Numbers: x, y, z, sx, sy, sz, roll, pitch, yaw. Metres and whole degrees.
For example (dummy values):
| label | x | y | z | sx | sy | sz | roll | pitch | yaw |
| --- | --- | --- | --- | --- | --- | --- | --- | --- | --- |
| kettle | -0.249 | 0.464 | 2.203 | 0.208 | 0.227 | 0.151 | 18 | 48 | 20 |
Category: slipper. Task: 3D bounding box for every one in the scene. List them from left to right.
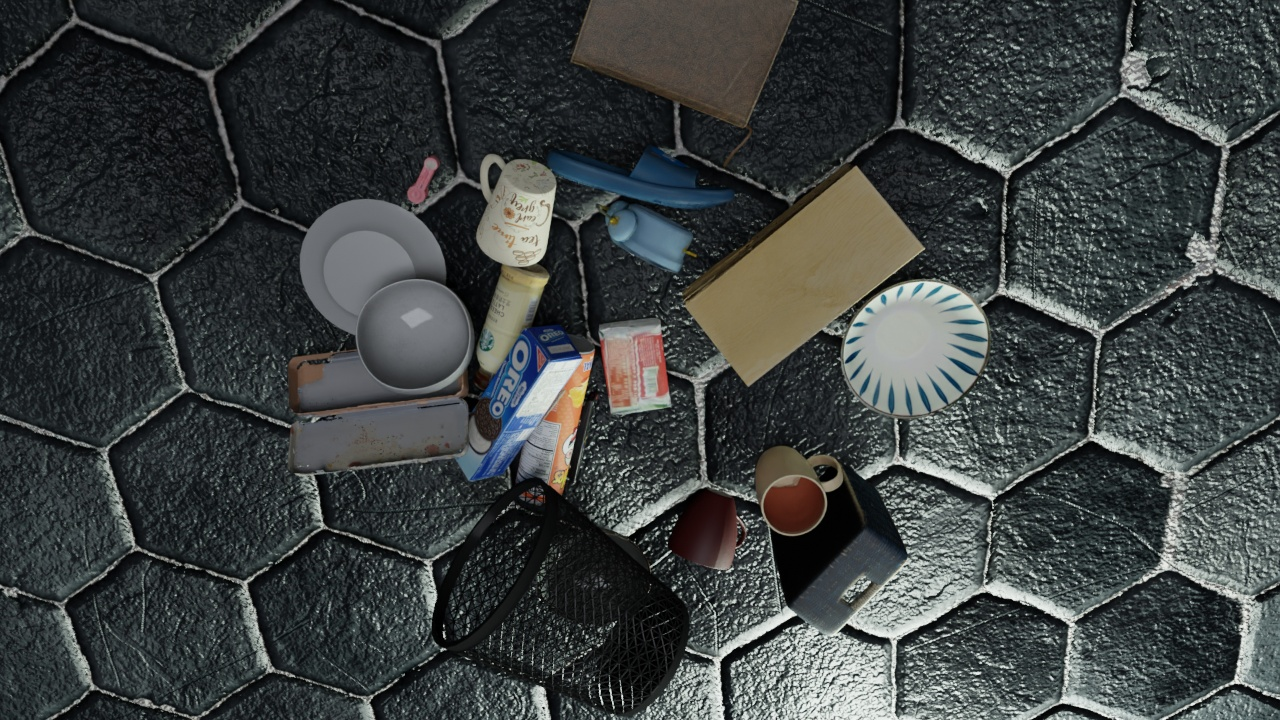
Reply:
| label | x | y | z | sx | sy | sz | roll | pitch | yaw |
| --- | --- | --- | --- | --- | --- | --- | --- | --- | --- |
| slipper | 0.002 | -0.209 | 1.016 | 0.213 | 0.103 | 0.059 | 12 | 108 | -2 |

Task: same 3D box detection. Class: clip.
| label | x | y | z | sx | sy | sz | roll | pitch | yaw |
| --- | --- | --- | --- | --- | --- | --- | --- | --- | --- |
| clip | -0.247 | -0.206 | 1.044 | 0.022 | 0.038 | 0.059 | 26 | 105 | -8 |

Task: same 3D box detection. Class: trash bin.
| label | x | y | z | sx | sy | sz | roll | pitch | yaw |
| --- | --- | --- | --- | --- | --- | --- | --- | --- | --- |
| trash bin | -0.084 | 0.297 | 1.100 | 0.243 | 0.216 | 0.217 | 37 | 106 | -21 |

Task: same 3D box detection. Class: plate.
| label | x | y | z | sx | sy | sz | roll | pitch | yaw |
| --- | --- | --- | --- | --- | --- | --- | --- | --- | --- |
| plate | -0.320 | -0.104 | 1.090 | 0.173 | 0.019 | 0.173 | 0 | 111 | -1 |

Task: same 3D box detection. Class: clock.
| label | x | y | z | sx | sy | sz | roll | pitch | yaw |
| --- | --- | --- | --- | --- | --- | --- | --- | --- | --- |
| clock | 0.003 | -0.146 | 1.046 | 0.124 | 0.088 | 0.052 | 24 | 104 | -13 |

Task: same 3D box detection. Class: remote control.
| label | x | y | z | sx | sy | sz | roll | pitch | yaw |
| --- | --- | --- | --- | --- | --- | --- | --- | --- | --- |
| remote control | -0.073 | 0.097 | 1.166 | 0.010 | 0.039 | 0.125 | 16 | 116 | 3 |

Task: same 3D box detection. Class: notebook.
| label | x | y | z | sx | sy | sz | roll | pitch | yaw |
| --- | --- | --- | --- | --- | --- | --- | --- | --- | --- |
| notebook | 0.041 | -0.335 | 0.990 | 0.215 | 0.034 | 0.190 | 16 | 114 | -15 |

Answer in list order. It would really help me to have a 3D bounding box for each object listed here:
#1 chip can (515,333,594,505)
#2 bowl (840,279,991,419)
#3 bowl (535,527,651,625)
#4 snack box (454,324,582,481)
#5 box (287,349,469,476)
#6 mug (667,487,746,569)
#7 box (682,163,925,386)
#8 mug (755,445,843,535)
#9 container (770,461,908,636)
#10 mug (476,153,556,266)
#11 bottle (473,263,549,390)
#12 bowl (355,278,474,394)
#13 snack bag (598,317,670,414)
| label | x | y | z | sx | sy | sz | roll | pitch | yaw |
| --- | --- | --- | --- | --- | --- | --- | --- | --- | --- |
| chip can | -0.108 | 0.074 | 1.142 | 0.062 | 0.062 | 0.211 | 11 | 111 | -6 |
| bowl | 0.324 | -0.023 | 1.112 | 0.177 | 0.070 | 0.177 | 0 | 112 | -1 |
| bowl | -0.063 | 0.277 | 1.226 | 0.150 | 0.056 | 0.151 | -1 | 111 | -2 |
| snack box | -0.152 | 0.054 | 1.096 | 0.059 | 0.059 | 0.227 | 56 | 128 | 24 |
| box | -0.314 | 0.057 | 1.099 | 0.216 | 0.058 | 0.153 | -7 | 74 | 1 |
| mug | 0.100 | 0.217 | 1.205 | 0.114 | 0.087 | 0.088 | 17 | 93 | -37 |
| box | 0.182 | -0.098 | 1.056 | 0.249 | 0.122 | 0.140 | -38 | 111 | 11 |
| mug | 0.199 | 0.153 | 1.160 | 0.111 | 0.104 | 0.085 | -21 | 111 | 5 |
| container | 0.240 | 0.228 | 1.146 | 0.071 | 0.187 | 0.145 | 36 | 106 | -11 |
| mug | -0.145 | -0.182 | 1.028 | 0.080 | 0.122 | 0.097 | -18 | 149 | -35 |
| bottle | -0.160 | -0.040 | 1.100 | 0.056 | 0.056 | 0.162 | 18 | 110 | -9 |
| bowl | -0.258 | -0.024 | 1.067 | 0.132 | 0.064 | 0.131 | 1 | 81 | -3 |
| snack bag | -0.007 | 0.007 | 1.133 | 0.077 | 0.036 | 0.116 | -7 | 112 | 2 |
